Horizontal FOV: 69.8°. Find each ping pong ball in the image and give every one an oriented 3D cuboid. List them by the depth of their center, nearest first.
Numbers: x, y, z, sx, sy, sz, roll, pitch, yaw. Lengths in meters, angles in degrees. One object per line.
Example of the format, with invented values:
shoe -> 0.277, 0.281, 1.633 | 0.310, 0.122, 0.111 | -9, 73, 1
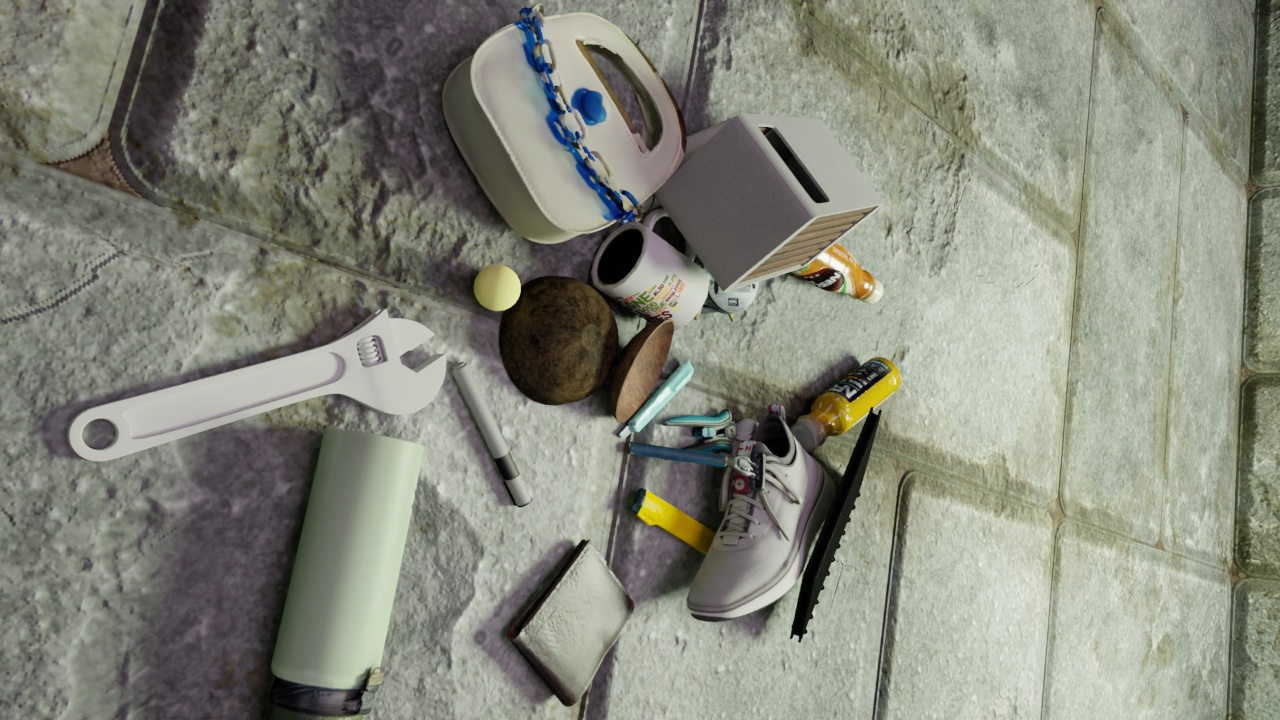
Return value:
ping pong ball -> -0.124, -0.063, 0.794 | 0.040, 0.040, 0.040 | 2, 87, -42

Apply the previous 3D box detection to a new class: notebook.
notebook -> 0.222, 0.189, 1.044 | 0.230, 0.019, 0.169 | -58, 158, -33

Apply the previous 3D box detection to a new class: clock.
clock -> 0.081, -0.107, 0.976 | 0.090, 0.052, 0.129 | 1, 89, -42

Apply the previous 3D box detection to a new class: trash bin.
trash bin -> 0.136, -0.162, 0.922 | 0.114, 0.115, 0.228 | 56, 31, 8

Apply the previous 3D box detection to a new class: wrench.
wrench -> -0.266, 0.028, 0.678 | 0.272, 0.018, 0.087 | -21, 104, -39

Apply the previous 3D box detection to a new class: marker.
marker -> -0.129, 0.066, 0.801 | 0.016, 0.016, 0.140 | -36, 112, -37

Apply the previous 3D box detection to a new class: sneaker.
sneaker -> 0.118, 0.157, 0.961 | 0.262, 0.097, 0.129 | -45, 116, -43

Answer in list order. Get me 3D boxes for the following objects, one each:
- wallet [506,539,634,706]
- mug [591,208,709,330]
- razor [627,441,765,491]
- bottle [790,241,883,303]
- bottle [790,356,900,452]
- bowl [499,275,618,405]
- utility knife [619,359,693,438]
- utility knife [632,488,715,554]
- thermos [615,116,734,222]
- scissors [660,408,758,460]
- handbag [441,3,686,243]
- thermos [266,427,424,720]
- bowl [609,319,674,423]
wallet -> -0.061, 0.241, 0.849 | 0.119, 0.031, 0.099 | -50, 123, -35
mug -> 0.016, -0.094, 0.894 | 0.089, 0.073, 0.105 | 31, 84, -37
razor -> 0.058, 0.098, 0.920 | 0.144, 0.022, 0.042 | 11, 59, -8
bottle -> 0.237, -0.110, 1.113 | 0.167, 0.059, 0.059 | 22, 74, -40
bottle -> 0.250, 0.054, 1.124 | 0.185, 0.053, 0.053 | -30, 108, -39
bowl -> -0.063, -0.019, 0.838 | 0.121, 0.056, 0.121 | 2, 87, -42
utility knife -> 0.018, 0.042, 0.937 | 0.119, 0.015, 0.022 | -45, 132, -33
utility knife -> 0.057, 0.185, 0.965 | 0.206, 0.018, 0.030 | 36, 69, -36
thermos -> 0.039, -0.197, 0.941 | 0.223, 0.052, 0.052 | -32, 109, -38
scissors -> 0.075, 0.075, 0.985 | 0.148, 0.019, 0.131 | 51, 58, -27
handbag -> -0.050, -0.212, 0.801 | 0.199, 0.093, 0.201 | -39, 105, -25
thermos -> -0.216, 0.170, 0.673 | 0.082, 0.082, 0.231 | 19, 75, -40
bowl -> -0.005, 0.005, 0.883 | 0.101, 0.026, 0.114 | -46, 159, -43
